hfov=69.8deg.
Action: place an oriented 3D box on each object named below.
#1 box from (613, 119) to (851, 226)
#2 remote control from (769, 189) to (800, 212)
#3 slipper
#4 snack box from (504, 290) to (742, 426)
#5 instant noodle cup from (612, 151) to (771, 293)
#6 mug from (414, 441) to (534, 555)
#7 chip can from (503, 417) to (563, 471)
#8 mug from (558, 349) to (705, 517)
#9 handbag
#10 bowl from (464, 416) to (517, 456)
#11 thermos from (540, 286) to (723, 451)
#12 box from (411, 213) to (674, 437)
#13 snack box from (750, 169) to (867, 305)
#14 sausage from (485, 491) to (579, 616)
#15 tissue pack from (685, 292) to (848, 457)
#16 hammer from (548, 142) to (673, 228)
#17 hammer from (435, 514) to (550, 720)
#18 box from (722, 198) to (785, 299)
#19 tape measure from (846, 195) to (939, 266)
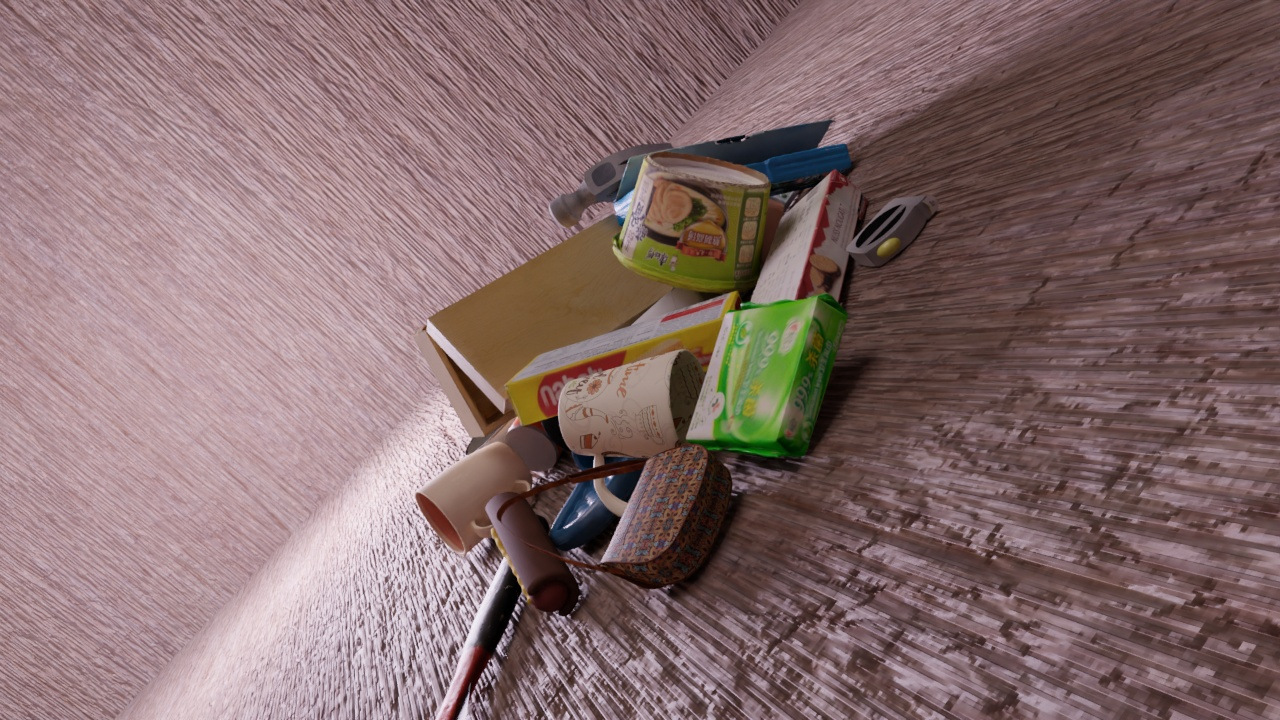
[{"bbox_3d":[0.094,-0.201,0.977,0.243,0.066,0.091,-15,3,-18],"label":"box"},{"bbox_3d":[0.157,-0.199,1.073,0.133,0.050,0.022,-54,-10,-35],"label":"remote control"},{"bbox_3d":[-0.025,0.072,0.779,0.104,0.059,0.213,-36,17,44],"label":"slipper"},{"bbox_3d":[-0.009,-0.002,0.783,0.201,0.042,0.092,-17,13,16],"label":"snack box"},{"bbox_3d":[0.052,-0.131,0.843,0.146,0.146,0.098,-77,-2,-67],"label":"instant noodle cup"},{"bbox_3d":[-0.161,0.143,0.955,0.112,0.085,0.104,17,47,45],"label":"mug"},{"bbox_3d":[-0.086,0.037,1.061,0.062,0.062,0.209,-35,16,37],"label":"chip can"},{"bbox_3d":[-0.005,0.058,0.688,0.097,0.122,0.081,-8,-12,25],"label":"mug"},{"bbox_3d":[-0.027,0.108,0.620,0.196,0.043,0.093,-10,41,40],"label":"handbag"},{"bbox_3d":[-0.145,0.078,1.133,0.151,0.057,0.150,-43,12,12],"label":"bowl"},{"bbox_3d":[-0.005,0.005,0.914,0.230,0.068,0.101,-40,3,27],"label":"thermos"},{"bbox_3d":[-0.092,-0.043,0.954,0.248,0.141,0.149,-35,1,-30],"label":"box"},{"bbox_3d":[0.136,-0.074,0.764,0.077,0.044,0.272,-43,11,35],"label":"snack box"},{"bbox_3d":[-0.086,0.146,0.704,0.040,0.040,0.155,-46,26,-4],"label":"sausage"},{"bbox_3d":[0.080,0.012,0.601,0.100,0.034,0.113,-5,62,56],"label":"tissue pack"},{"bbox_3d":[0.029,-0.185,1.099,0.140,0.035,0.312,-32,-17,23],"label":"hammer"},{"bbox_3d":[-0.115,0.214,0.674,0.141,0.036,0.325,-41,13,24],"label":"hammer"},{"bbox_3d":[0.076,-0.097,1.015,0.157,0.063,0.217,-56,15,-12],"label":"box"},{"bbox_3d":[0.195,-0.101,0.716,0.065,0.017,0.064,-46,12,-2],"label":"tape measure"}]
